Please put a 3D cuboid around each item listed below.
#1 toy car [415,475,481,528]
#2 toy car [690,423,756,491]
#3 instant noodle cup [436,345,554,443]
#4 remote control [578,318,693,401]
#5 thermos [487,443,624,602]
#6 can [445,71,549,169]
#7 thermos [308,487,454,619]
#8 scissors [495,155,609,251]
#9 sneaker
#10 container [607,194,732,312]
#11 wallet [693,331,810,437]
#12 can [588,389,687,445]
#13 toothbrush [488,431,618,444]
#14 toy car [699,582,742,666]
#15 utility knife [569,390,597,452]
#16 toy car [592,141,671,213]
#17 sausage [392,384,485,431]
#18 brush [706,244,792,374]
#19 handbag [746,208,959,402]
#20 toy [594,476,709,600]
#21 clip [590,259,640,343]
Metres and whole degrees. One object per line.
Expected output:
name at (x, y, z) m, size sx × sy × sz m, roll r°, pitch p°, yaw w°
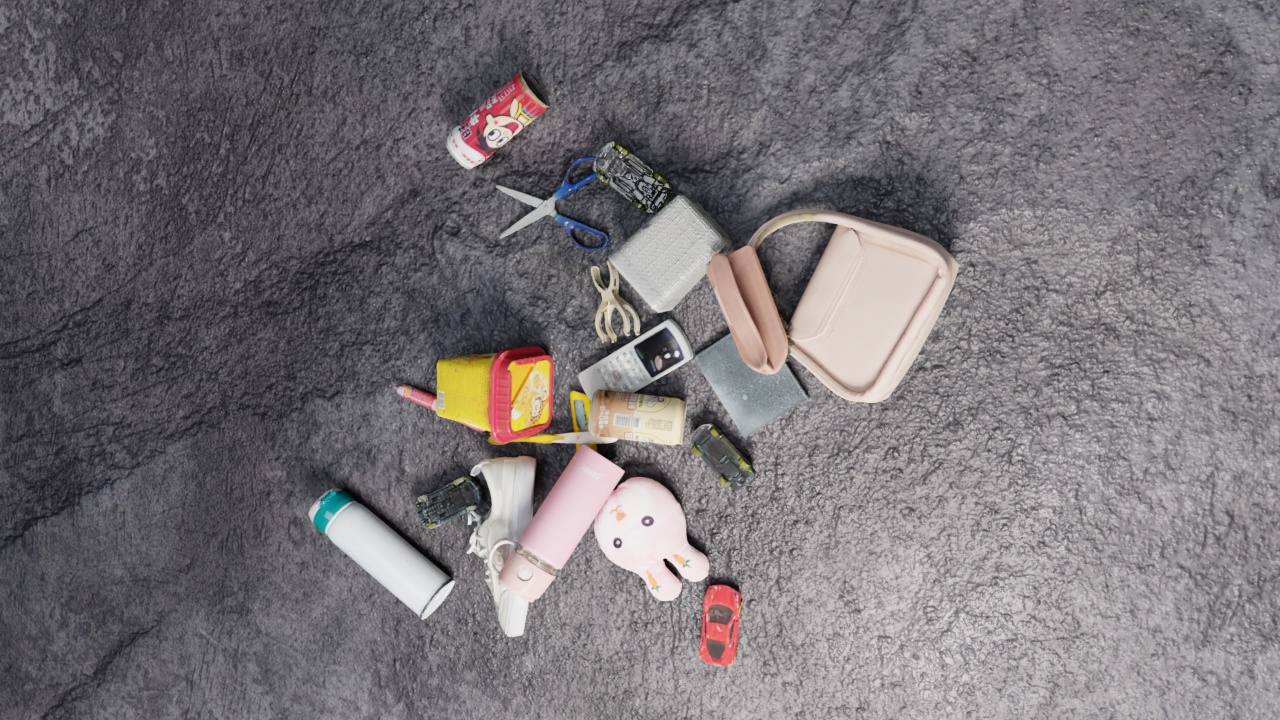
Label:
toy car at (-0.259, 0.192, 1.252) m, size 0.106 × 0.031 × 0.049 m, roll -26°, pitch 90°, yaw 20°
toy car at (0.101, 0.117, 1.126) m, size 0.090 × 0.035 × 0.042 m, roll 47°, pitch 106°, yaw 7°
instant noodle cup at (-0.189, 0.038, 1.173) m, size 0.124 × 0.116 × 0.116 m, roll 6°, pitch 99°, yaw 28°
remote control at (-0.007, 0.007, 1.152) m, size 0.150 × 0.021 × 0.058 m, roll -32°, pitch 88°, yaw 20°
thermos at (-0.108, 0.197, 1.142) m, size 0.087 × 0.067 × 0.198 m, roll 34°, pitch 84°, yaw 9°
can at (-0.180, -0.298, 1.146) m, size 0.133 × 0.053 × 0.053 m, roll -34°, pitch 87°, yaw 19°
thermos at (-0.365, 0.264, 1.280) m, size 0.224 × 0.073 × 0.073 m, roll 37°, pitch 106°, yaw 10°
scissors at (-0.104, -0.195, 1.159) m, size 0.162 × 0.012 × 0.175 m, roll 45°, pitch 109°, yaw 7°
sneaker at (-0.186, 0.244, 1.201) m, size 0.091 × 0.089 × 0.242 m, roll 2°, pitch 95°, yaw -3°
container at (0.040, -0.129, 1.084) m, size 0.114 × 0.090 × 0.090 m, roll -43°, pitch 84°, yaw 15°
wallet at (0.133, 0.020, 1.112) m, size 0.097 × 0.019 × 0.121 m, roll -34°, pitch 85°, yaw 20°
can at (-0.003, 0.070, 1.129) m, size 0.116 × 0.058 × 0.058 m, roll 6°, pitch 100°, yaw 4°
toothbrush at (-0.114, 0.101, 1.192) m, size 0.192 × 0.018 × 0.016 m, roll -4°, pitch 93°, yaw 23°
toy car at (0.101, 0.334, 1.160) m, size 0.049 × 0.031 × 0.106 m, roll 8°, pitch 98°, yaw 15°
utility knife at (-0.073, 0.114, 1.190) m, size 0.033 × 0.015 × 0.154 m, roll -5°, pitch 96°, yaw 16°
toy car at (-0.009, -0.222, 1.113) m, size 0.105 × 0.032 × 0.048 m, roll 38°, pitch 107°, yaw 6°
sausage at (-0.269, 0.062, 1.244) m, size 0.156 × 0.020 × 0.020 m, roll 23°, pitch 104°, yaw 13°
brush at (0.122, -0.052, 1.029) m, size 0.063 × 0.073 × 0.145 m, roll -26°, pitch 76°, yaw 30°
handbag at (0.219, -0.081, 1.045) m, size 0.234 × 0.093 × 0.193 m, roll 30°, pitch 106°, yaw 20°
toy at (0.014, 0.226, 1.161) m, size 0.121 × 0.054 × 0.159 m, roll -41°, pitch 88°, yaw 18°
clip at (-0.046, -0.066, 1.147) m, size 0.084 × 0.034 × 0.104 m, roll -37°, pitch 77°, yaw 26°
